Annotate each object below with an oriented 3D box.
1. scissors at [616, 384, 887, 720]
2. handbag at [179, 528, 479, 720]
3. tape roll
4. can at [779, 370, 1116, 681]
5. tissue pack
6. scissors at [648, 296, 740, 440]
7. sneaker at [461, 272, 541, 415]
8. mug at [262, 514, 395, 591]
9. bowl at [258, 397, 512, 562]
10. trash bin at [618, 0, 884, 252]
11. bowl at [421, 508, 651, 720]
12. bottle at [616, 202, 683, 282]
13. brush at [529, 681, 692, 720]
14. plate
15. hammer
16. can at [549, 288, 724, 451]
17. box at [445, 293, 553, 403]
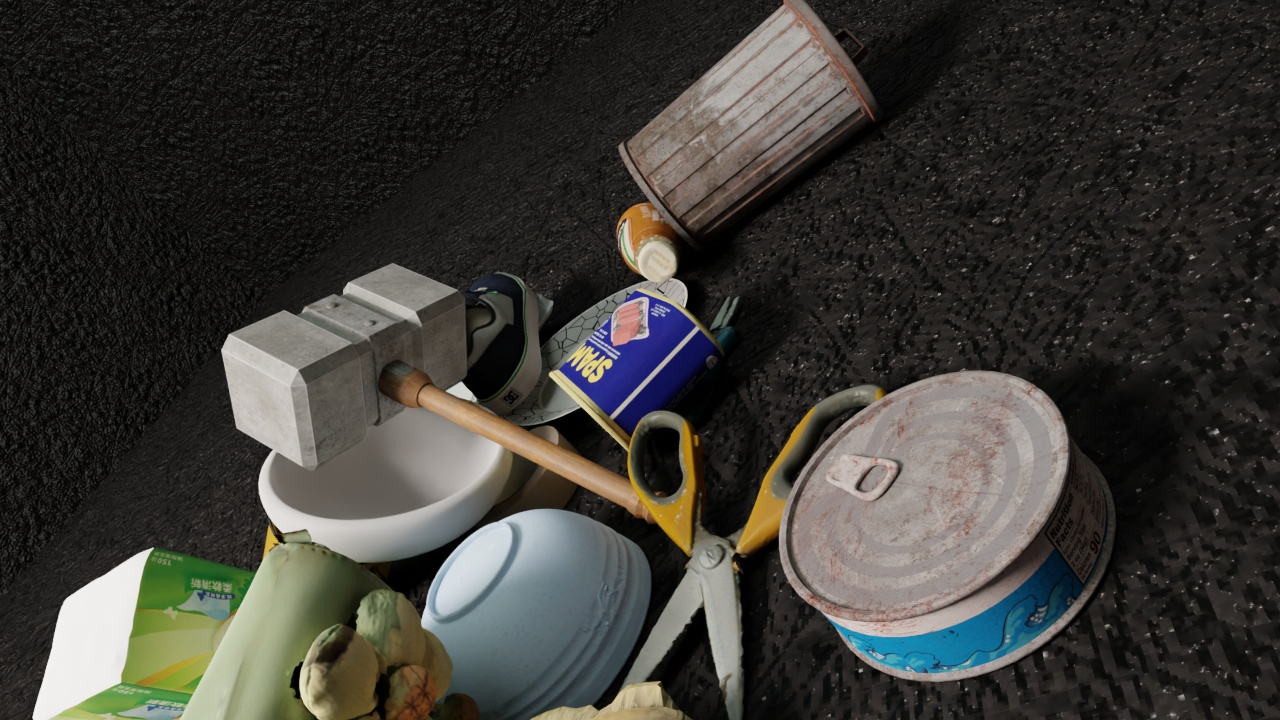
[{"bbox_3d":[0.053,0.086,0.485,0.217,0.016,0.224,-28,36,13],"label":"scissors"},{"bbox_3d":[-0.141,0.174,0.452,0.117,0.187,0.113,4,50,8],"label":"handbag"},{"bbox_3d":[-0.088,0.094,0.695,0.094,0.030,0.093,-34,24,18],"label":"tape roll"},{"bbox_3d":[0.125,0.066,0.390,0.130,0.044,0.129,-34,24,18],"label":"can"},{"bbox_3d":[-0.239,0.213,0.543,0.121,0.197,0.141,-33,48,33],"label":"tissue pack"},{"bbox_3d":[0.039,0.004,0.666,0.144,0.019,0.126,-41,23,-2],"label":"scissors"},{"bbox_3d":[-0.148,-0.040,0.851,0.084,0.079,0.235,-43,27,9],"label":"sneaker"},{"bbox_3d":[-0.235,0.159,0.716,0.100,0.124,0.094,-24,-35,-49],"label":"mug"},{"bbox_3d":[-0.179,0.094,0.670,0.176,0.066,0.176,-2,27,1],"label":"bowl"},{"bbox_3d":[0.100,-0.207,0.797,0.211,0.131,0.130,-37,24,16],"label":"trash bin"},{"bbox_3d":[-0.074,0.143,0.535,0.151,0.075,0.150,-34,25,18],"label":"bowl"},{"bbox_3d":[0.011,-0.102,0.816,0.059,0.059,0.167,-39,15,8],"label":"bottle"},{"bbox_3d":[-0.047,0.197,0.415,0.196,0.059,0.043,-38,12,27],"label":"brush"},{"bbox_3d":[-0.036,-0.004,0.786,0.189,0.016,0.188,-30,23,14],"label":"plate"},{"bbox_3d":[-0.113,0.040,0.626,0.318,0.083,0.162,22,36,26],"label":"hammer"},{"bbox_3d":[-0.004,0.004,0.638,0.092,0.056,0.116,-46,20,-4],"label":"can"},{"bbox_3d":[-0.180,0.014,0.964,0.209,0.037,0.188,-10,46,61],"label":"box"}]
